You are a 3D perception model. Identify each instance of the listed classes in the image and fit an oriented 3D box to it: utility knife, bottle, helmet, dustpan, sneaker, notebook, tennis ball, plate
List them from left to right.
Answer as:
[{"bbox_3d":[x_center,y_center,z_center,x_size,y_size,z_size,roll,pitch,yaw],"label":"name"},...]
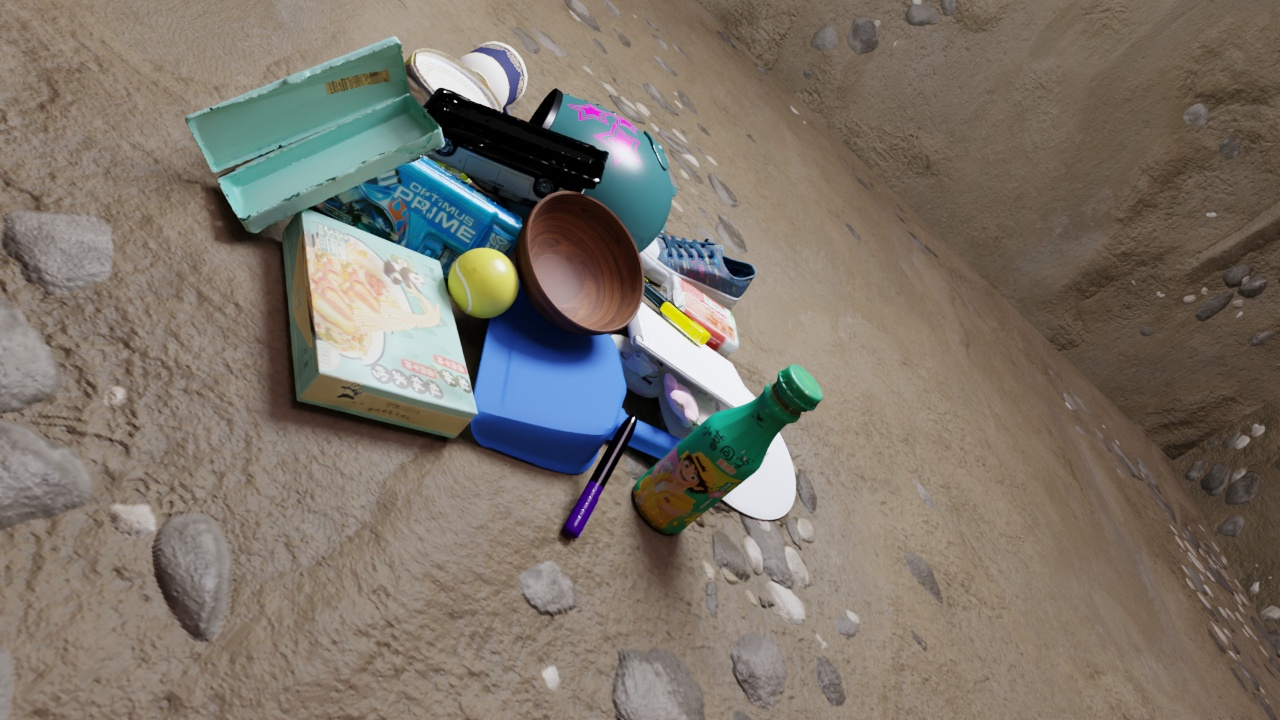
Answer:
[{"bbox_3d":[-0.146,-0.072,0.856,0.065,0.065,0.065,33,31,-23],"label":"tennis ball"},{"bbox_3d":[-0.045,0.036,0.918,0.257,0.060,0.245,24,34,-18],"label":"dustpan"},{"bbox_3d":[-0.054,-0.219,1.126,0.200,0.177,0.274,31,20,-18],"label":"helmet"},{"bbox_3d":[0.021,-0.079,1.171,0.172,0.020,0.028,41,9,18],"label":"utility knife"},{"bbox_3d":[0.056,-0.008,1.070,0.178,0.013,0.245,34,12,-12],"label":"notebook"},{"bbox_3d":[0.069,-0.145,1.288,0.235,0.079,0.087,21,37,-39],"label":"sneaker"},{"bbox_3d":[0.082,0.083,0.866,0.068,0.210,0.068,33,31,-23],"label":"bottle"},{"bbox_3d":[0.115,0.080,1.089,0.229,0.030,0.228,33,34,-26],"label":"plate"}]

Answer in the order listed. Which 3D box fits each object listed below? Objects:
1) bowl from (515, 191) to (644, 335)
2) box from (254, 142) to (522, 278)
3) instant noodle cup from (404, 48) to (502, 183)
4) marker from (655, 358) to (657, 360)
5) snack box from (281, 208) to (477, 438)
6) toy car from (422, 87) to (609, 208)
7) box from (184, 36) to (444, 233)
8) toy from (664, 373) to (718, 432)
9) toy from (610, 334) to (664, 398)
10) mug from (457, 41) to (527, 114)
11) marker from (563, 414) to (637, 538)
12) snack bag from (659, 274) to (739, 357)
[{"bbox_3d":[-0.073,-0.088,0.918,0.147,0.069,0.147,18,62,-38],"label":"bowl"},{"bbox_3d":[-0.244,-0.173,0.910,0.243,0.094,0.115,30,12,-27],"label":"box"},{"bbox_3d":[-0.228,-0.275,1.035,0.146,0.098,0.146,33,31,-23],"label":"instant noodle cup"},{"bbox_3d":[0.044,-0.001,1.133,0.132,0.014,0.014,16,40,-43],"label":"marker"},{"bbox_3d":[-0.224,-0.032,0.777,0.141,0.044,0.193,20,35,-41],"label":"snack box"},{"bbox_3d":[-0.136,-0.206,0.948,0.191,0.071,0.094,20,32,-8],"label":"toy car"},{"bbox_3d":[-0.270,-0.197,0.768,0.188,0.093,0.077,-29,54,-16],"label":"box"},{"bbox_3d":[0.056,0.056,0.985,0.109,0.041,0.095,41,15,-41],"label":"toy"},{"bbox_3d":[-0.006,0.006,1.014,0.087,0.050,0.112,43,9,-6],"label":"toy"},{"bbox_3d":[-0.201,-0.354,1.208,0.089,0.086,0.112,-64,143,-58],"label":"mug"},{"bbox_3d":[-0.033,0.103,0.829,0.133,0.015,0.018,-60,138,-31],"label":"marker"},{"bbox_3d":[0.079,-0.060,1.235,0.116,0.036,0.076,30,33,-28],"label":"snack bag"}]
